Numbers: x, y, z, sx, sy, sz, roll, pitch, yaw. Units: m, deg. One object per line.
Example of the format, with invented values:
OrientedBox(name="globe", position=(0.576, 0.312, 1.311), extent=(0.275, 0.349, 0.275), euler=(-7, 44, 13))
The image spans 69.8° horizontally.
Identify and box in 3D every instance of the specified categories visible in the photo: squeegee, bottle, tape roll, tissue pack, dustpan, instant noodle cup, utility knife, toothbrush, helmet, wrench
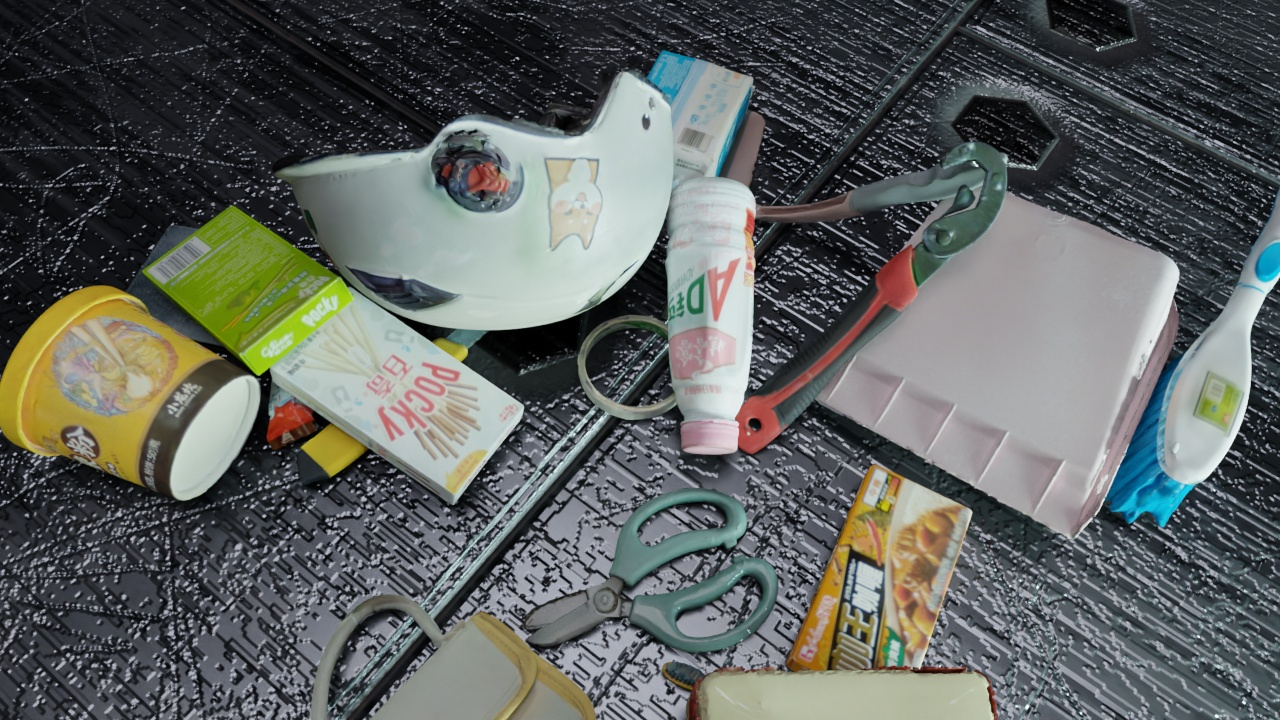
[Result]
OrientedBox(name="squeegee", position=(0.162, -0.128, 0.724), extent=(0.250, 0.040, 0.247), euler=(-3, 52, 36))
OrientedBox(name="bottle", position=(0.050, -0.031, 0.668), extent=(0.068, 0.068, 0.196), euler=(2, 77, -2))
OrientedBox(name="tape roll", position=(-0.004, 0.004, 0.695), extent=(0.086, 0.014, 0.085), euler=(1, 59, -2))
OrientedBox(name="tissue pack", position=(0.035, -0.199, 0.788), extent=(0.090, 0.063, 0.139), euler=(20, 61, 9))
OrientedBox(name="dustpan", position=(0.285, -0.017, 0.704), extent=(0.222, 0.139, 0.273), euler=(33, 86, 24))
OrientedBox(name="instant noodle cup", position=(-0.330, 0.027, 0.609), extent=(0.114, 0.119, 0.118), euler=(25, 61, 2))
OrientedBox(name="utility knife", position=(-0.173, 0.022, 0.674), extent=(0.033, 0.015, 0.195), euler=(41, 64, 12))
OrientedBox(name="toothbrush", position=(0.103, 0.225, 0.567), extent=(0.191, 0.018, 0.016), euler=(20, 62, 8))
OrientedBox(name="helmet", position=(-0.099, -0.099, 0.655), extent=(0.273, 0.230, 0.157), euler=(-20, 104, -20))
OrientedBox(name="wrench", position=(0.161, -0.039, 0.652), extent=(0.056, 0.016, 0.273), euler=(41, 97, 9))

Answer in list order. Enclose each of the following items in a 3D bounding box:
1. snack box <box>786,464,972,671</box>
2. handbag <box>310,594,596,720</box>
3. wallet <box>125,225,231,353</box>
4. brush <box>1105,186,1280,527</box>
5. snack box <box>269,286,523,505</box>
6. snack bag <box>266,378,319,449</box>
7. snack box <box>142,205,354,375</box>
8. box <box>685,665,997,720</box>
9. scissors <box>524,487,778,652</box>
OrientedBox(name="snack box", position=(0.161, 0.150, 0.610), extent=(0.075, 0.026, 0.153), euler=(25, 61, 11))
OrientedBox(name="handbag", position=(-0.131, 0.221, 0.536), extent=(0.179, 0.063, 0.163), euler=(35, 62, 20))
OrientedBox(name="wallet", position=(-0.334, -0.056, 0.709), extent=(0.121, 0.019, 0.097), euler=(13, 59, 8))
OrientedBox(name="brush", position=(0.434, -0.019, 0.680), extent=(0.060, 0.110, 0.313), euler=(30, 60, 15))
OrientedBox(name="snack box", position=(-0.170, 0.023, 0.646), extent=(0.157, 0.027, 0.084), euler=(34, 59, 3))
OrientedBox(name="snack bag", position=(-0.251, 0.010, 0.668), extent=(0.048, 0.026, 0.104), euler=(-21, 56, 18))
OrientedBox(name="snack box", position=(-0.285, -0.055, 0.660), extent=(0.156, 0.026, 0.085), euler=(29, 64, 34))
OrientedBox(name="box", position=(0.112, 0.214, 0.507), extent=(0.168, 0.080, 0.091), euler=(1, 60, -4))
OrientedBox(name="scissors", position=(0.014, 0.165, 0.599), extent=(0.185, 0.019, 0.132), euler=(-37, 68, -20))
